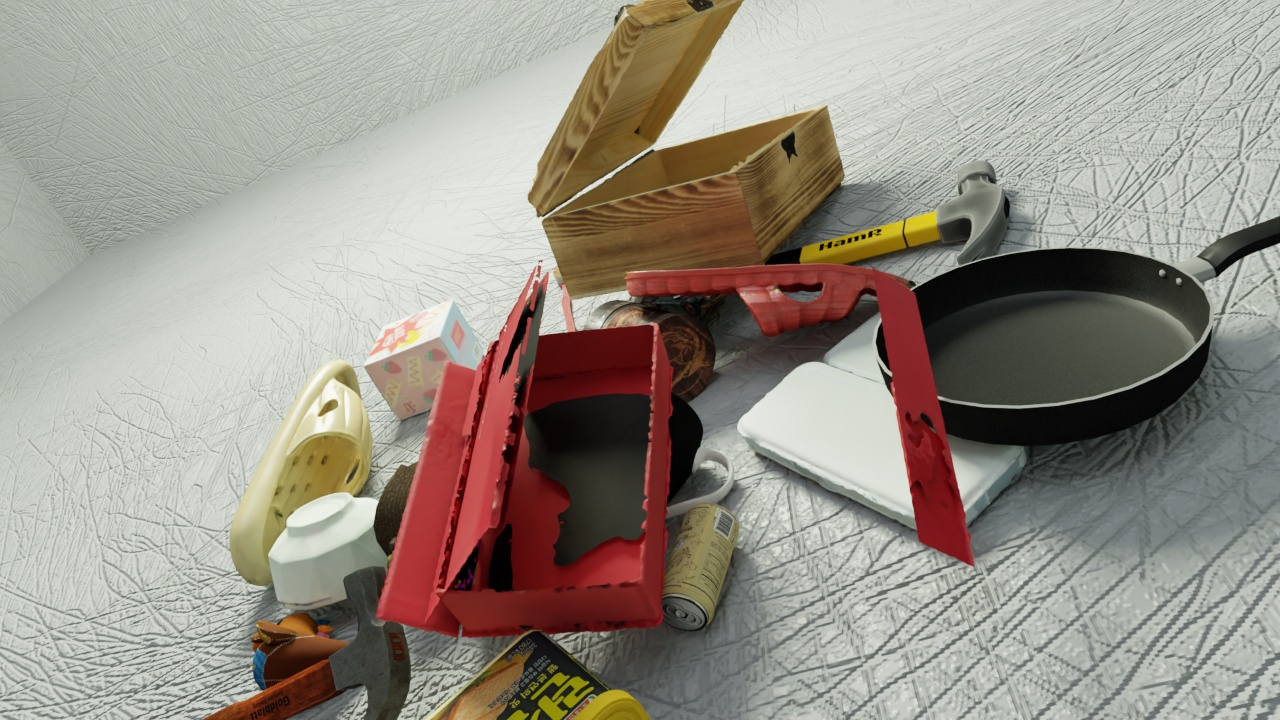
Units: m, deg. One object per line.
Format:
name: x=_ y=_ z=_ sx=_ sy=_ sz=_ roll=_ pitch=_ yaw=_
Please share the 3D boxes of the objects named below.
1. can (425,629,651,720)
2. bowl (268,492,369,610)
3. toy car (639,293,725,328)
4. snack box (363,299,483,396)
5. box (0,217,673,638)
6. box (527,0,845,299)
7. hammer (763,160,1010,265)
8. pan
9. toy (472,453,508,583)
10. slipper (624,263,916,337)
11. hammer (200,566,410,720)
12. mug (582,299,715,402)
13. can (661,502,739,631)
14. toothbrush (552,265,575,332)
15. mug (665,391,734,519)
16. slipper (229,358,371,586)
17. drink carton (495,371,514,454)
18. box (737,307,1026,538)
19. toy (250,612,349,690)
can: x=-0.066 y=0.223 z=0.499 sx=0.130 sy=0.072 sz=0.101 roll=-38 pitch=28 yaw=-22
bowl: x=-0.258 y=0.150 z=0.767 sx=0.117 sy=0.061 sz=0.117 roll=-16 pitch=17 yaw=5
toy car: x=0.049 y=-0.052 z=0.896 sx=0.047 sy=0.047 sz=0.112 roll=-40 pitch=26 yaw=-28
snack box: x=-0.238 y=-0.002 z=1.016 sx=0.095 sy=0.079 sz=0.092 roll=-21 pitch=28 yaw=11
box: x=-0.207 y=0.042 z=0.589 sx=0.467 sy=0.138 sz=0.214 roll=7 pitch=49 yaw=-2
box: x=0.023 y=-0.241 z=0.975 sx=0.270 sy=0.264 sz=0.278 roll=-9 pitch=23 yaw=34
hammer: x=0.186 y=-0.102 z=0.888 sx=0.325 sy=0.034 sz=0.169 roll=-13 pitch=32 yaw=26
pan: x=0.332 y=-0.039 z=0.610 sx=0.355 sy=0.044 sz=0.204 roll=-20 pitch=27 yaw=-1
toy: x=-0.138 y=0.120 z=0.723 sx=0.153 sy=0.078 sz=0.178 roll=-2 pitch=33 yaw=32
slipper: x=0.109 y=-0.050 z=0.787 sx=0.249 sy=0.059 sz=0.103 roll=1 pitch=1 yaw=8
hammer: x=-0.287 y=0.255 z=0.633 sx=0.301 sy=0.028 sz=0.111 roll=-28 pitch=67 yaw=13
mug: x=-0.005 y=0.005 z=0.827 sx=0.107 sy=0.080 sz=0.115 roll=21 pitch=80 yaw=56
can: x=0.037 y=0.134 z=0.598 sx=0.038 sy=0.038 sz=0.079 roll=-10 pitch=32 yaw=28
toothbrush: x=-0.088 y=-0.070 z=1.077 sx=0.015 sy=0.016 sz=0.184 roll=-30 pitch=29 yaw=7
mug: x=0.007 y=0.084 z=0.680 sx=0.119 sy=0.085 sz=0.100 roll=18 pitch=54 yaw=14
slipper: x=-0.302 y=0.105 z=0.883 sx=0.079 sy=0.111 sz=0.260 roll=3 pitch=38 yaw=7
drink carton: x=-0.130 y=0.049 z=0.872 sx=0.125 sy=0.048 sz=0.076 roll=-26 pitch=28 yaw=0
box: x=0.193 y=0.028 z=0.653 sx=0.189 sy=0.038 sz=0.209 roll=-38 pitch=32 yaw=-17
toy: x=-0.244 y=0.217 z=0.700 sx=0.103 sy=0.070 sz=0.090 roll=-9 pitch=11 yaw=-15
